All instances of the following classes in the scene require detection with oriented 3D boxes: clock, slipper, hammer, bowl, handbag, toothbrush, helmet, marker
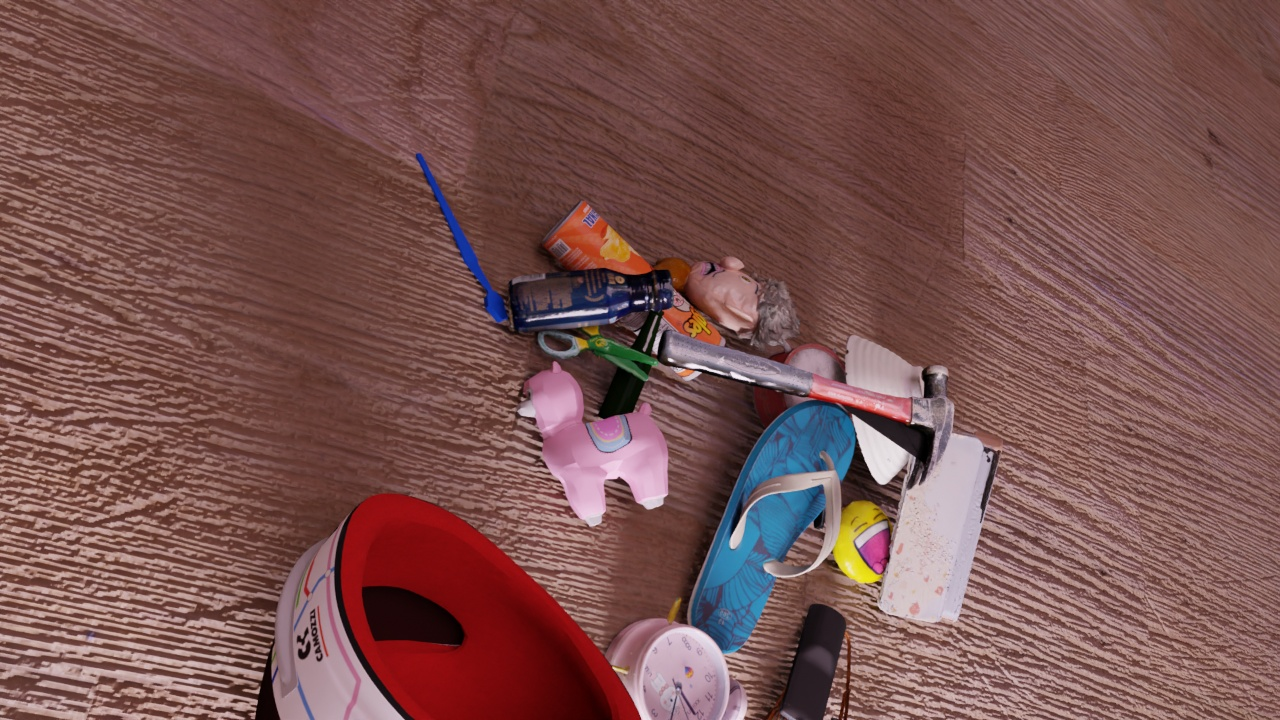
[{"bbox_3d":[0.181,0.060,1.033,0.109,0.062,0.156,9,74,-30],"label":"clock"},{"bbox_3d":[0.142,0.161,0.934,0.118,0.060,0.294,38,71,-18],"label":"slipper"},{"bbox_3d":[0.173,0.034,0.946,0.326,0.036,0.140,15,65,-11],"label":"hammer"},{"bbox_3d":[0.295,0.050,1.055,0.177,0.071,0.177,39,45,-53],"label":"bowl"},{"bbox_3d":[0.036,0.313,0.849,0.116,0.059,0.158,-36,95,-36],"label":"clock"},{"bbox_3d":[0.175,0.357,0.947,0.093,0.043,0.195,43,47,-9],"label":"handbag"},{"bbox_3d":[-0.178,-0.120,0.900,0.016,0.011,0.186,-25,84,-36],"label":"toothbrush"},{"bbox_3d":[-0.144,0.276,0.640,0.314,0.236,0.230,42,21,9],"label":"helmet"},{"bbox_3d":[0.210,0.134,1.051,0.015,0.018,0.122,21,63,-20],"label":"marker"}]

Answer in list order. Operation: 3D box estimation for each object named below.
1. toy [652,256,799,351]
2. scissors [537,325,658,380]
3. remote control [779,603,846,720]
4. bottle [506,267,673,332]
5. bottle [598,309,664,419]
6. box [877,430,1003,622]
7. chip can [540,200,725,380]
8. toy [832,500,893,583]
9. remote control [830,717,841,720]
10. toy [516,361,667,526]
[{"bbox_3d":[0.096,-0.076,1.008,0.176,0.132,0.076,21,105,-7],"label":"toy"},{"bbox_3d":[-0.045,-0.008,0.900,0.132,0.013,0.078,37,64,24],"label":"scissors"},{"bbox_3d":[0.180,0.313,0.943,0.045,0.021,0.140,33,43,0],"label":"remote control"},{"bbox_3d":[-0.048,-0.061,0.894,0.160,0.056,0.056,-6,75,-5],"label":"bottle"},{"bbox_3d":[-0.005,0.005,0.920,0.033,0.033,0.123,24,87,-24],"label":"bottle"},{"bbox_3d":[0.338,0.183,1.043,0.121,0.094,0.217,-1,104,-66],"label":"box"},{"bbox_3d":[-0.006,-0.071,0.958,0.210,0.062,0.062,43,55,-13],"label":"chip can"},{"bbox_3d":[0.253,0.205,1.039,0.095,0.041,0.094,-19,89,-37],"label":"toy"},{"bbox_3d":[0.226,0.401,0.942,0.124,0.010,0.039,43,45,-38],"label":"remote control"},{"bbox_3d":[-0.043,0.074,0.869,0.123,0.067,0.157,-16,81,-10],"label":"toy"}]
